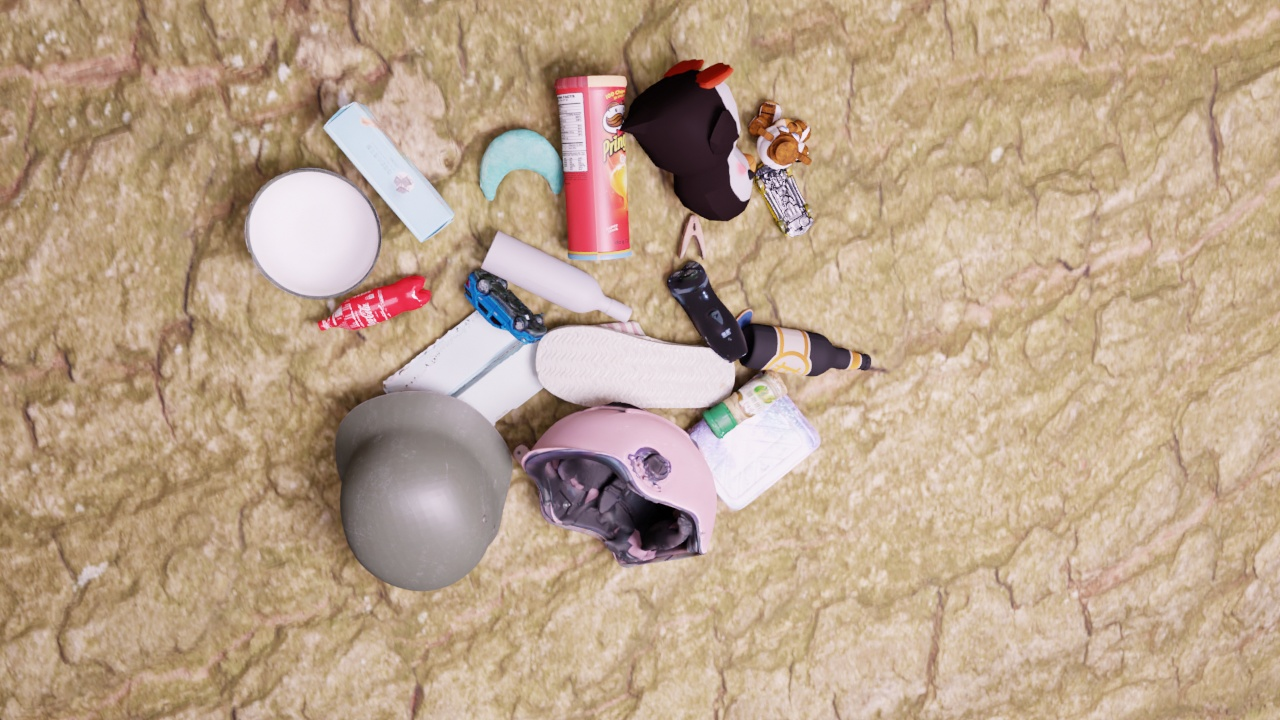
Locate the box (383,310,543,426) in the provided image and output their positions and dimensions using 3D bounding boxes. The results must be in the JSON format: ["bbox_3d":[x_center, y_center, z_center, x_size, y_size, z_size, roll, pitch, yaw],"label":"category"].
[{"bbox_3d":[-0.214,0.024,1.181,0.197,0.044,0.136,-38,104,-2],"label":"box"}]

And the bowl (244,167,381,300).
[{"bbox_3d":[-0.385,-0.153,1.101,0.153,0.073,0.153,-2,102,-7],"label":"bowl"}]

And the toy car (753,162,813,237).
[{"bbox_3d":[0.185,-0.209,1.187,0.049,0.030,0.107,-30,102,-2],"label":"toy car"}]

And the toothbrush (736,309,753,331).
[{"bbox_3d":[0.108,-0.013,1.227,0.021,0.017,0.135,35,96,-19],"label":"toothbrush"}]

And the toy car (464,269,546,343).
[{"bbox_3d":[-0.169,-0.064,1.143,0.120,0.056,0.044,42,109,13],"label":"toy car"}]

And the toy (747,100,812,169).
[{"bbox_3d":[0.175,-0.272,1.133,0.087,0.112,0.067,29,109,-13],"label":"toy"}]

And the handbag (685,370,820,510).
[{"bbox_3d":[0.145,0.108,1.237,0.158,0.069,0.126,-39,90,1],"label":"handbag"}]

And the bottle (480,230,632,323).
[{"bbox_3d":[-0.102,-0.098,1.162,0.195,0.052,0.052,25,98,-12],"label":"bottle"}]

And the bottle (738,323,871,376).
[{"bbox_3d":[0.223,-0.009,1.220,0.181,0.059,0.059,8,101,-17],"label":"bottle"}]

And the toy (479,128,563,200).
[{"bbox_3d":[-0.149,-0.243,1.136,0.105,0.033,0.085,-7,117,-4],"label":"toy"}]

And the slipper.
[{"bbox_3d":[-0.007,0.007,1.196,0.262,0.052,0.115,7,95,-12],"label":"slipper"}]

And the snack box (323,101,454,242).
[{"bbox_3d":[-0.296,-0.224,1.096,0.053,0.075,0.174,-39,104,2],"label":"snack box"}]

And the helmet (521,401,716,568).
[{"bbox_3d":[-0.016,0.143,1.154,0.255,0.231,0.152,32,60,-12],"label":"helmet"}]

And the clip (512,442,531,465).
[{"bbox_3d":[-0.143,0.135,1.226,0.026,0.049,0.061,-47,63,5],"label":"clip"}]

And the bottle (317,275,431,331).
[{"bbox_3d":[-0.332,-0.067,1.143,0.141,0.042,0.042,-20,104,-3],"label":"bottle"}]

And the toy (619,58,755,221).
[{"bbox_3d":[0.066,-0.246,1.111,0.140,0.159,0.184,-36,123,-10],"label":"toy"}]

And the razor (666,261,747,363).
[{"bbox_3d":[0.090,-0.062,1.179,0.053,0.064,0.140,-33,82,-6],"label":"razor"}]

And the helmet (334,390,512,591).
[{"bbox_3d":[-0.274,0.191,1.136,0.227,0.153,0.268,-10,126,4],"label":"helmet"}]

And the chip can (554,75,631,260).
[{"bbox_3d":[-0.055,-0.234,1.121,0.087,0.087,0.213,-4,104,-7],"label":"chip can"}]

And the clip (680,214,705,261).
[{"bbox_3d":[0.072,-0.159,1.188,0.061,0.026,0.049,40,85,-6],"label":"clip"}]

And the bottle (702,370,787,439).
[{"bbox_3d":[0.136,0.057,1.188,0.111,0.043,0.043,-33,104,-1],"label":"bottle"}]
